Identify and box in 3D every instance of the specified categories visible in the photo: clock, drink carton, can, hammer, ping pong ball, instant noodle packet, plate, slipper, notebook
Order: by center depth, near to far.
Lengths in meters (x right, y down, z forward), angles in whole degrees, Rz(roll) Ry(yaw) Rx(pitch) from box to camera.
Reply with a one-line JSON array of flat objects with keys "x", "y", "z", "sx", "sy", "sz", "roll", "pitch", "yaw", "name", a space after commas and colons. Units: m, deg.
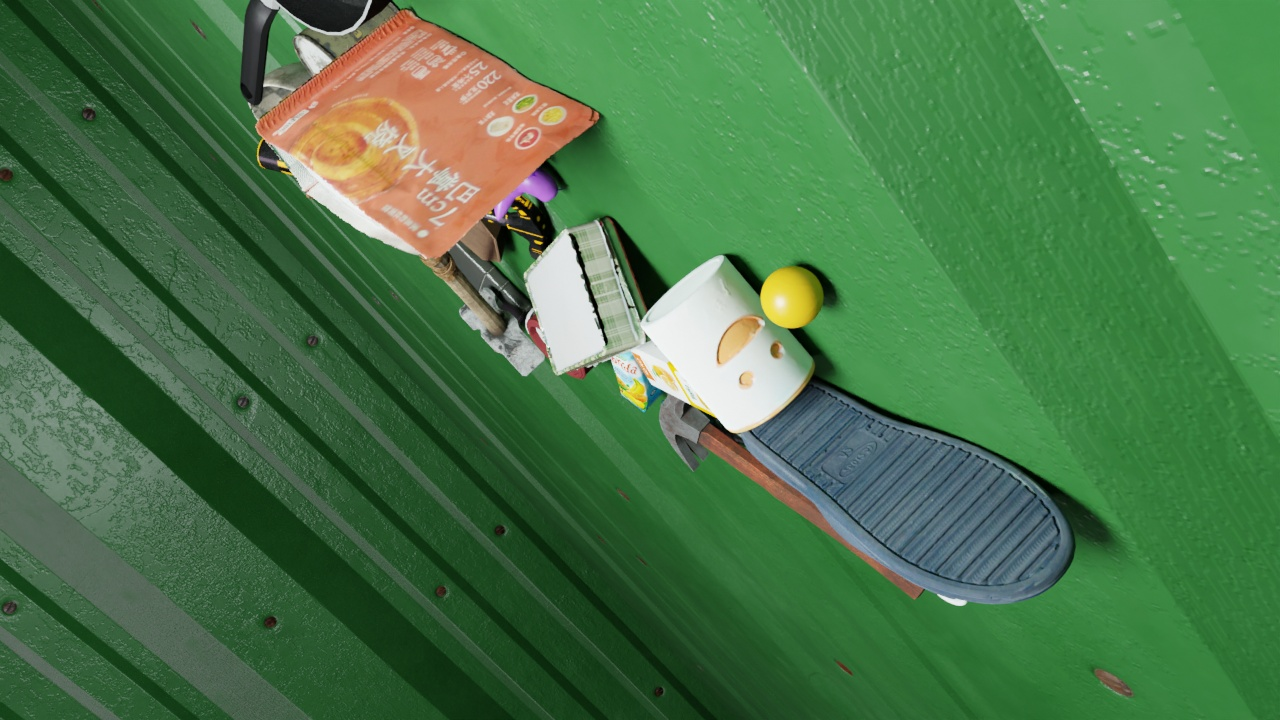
[{"x": 0.098, "y": -0.041, "z": 0.593, "sx": 0.040, "sy": 0.040, "sz": 0.040, "roll": 40, "pitch": 163, "yaw": 15, "name": "ping pong ball"}, {"x": 0.174, "y": 0.097, "z": 0.649, "sx": 0.264, "sy": 0.101, "sz": 0.082, "roll": 32, "pitch": 159, "yaw": 46, "name": "slipper"}, {"x": -0.155, "y": -0.165, "z": 0.678, "sx": 0.221, "sy": 0.164, "sz": 0.084, "roll": 30, "pitch": 157, "yaw": 38, "name": "instant noodle packet"}, {"x": -0.239, "y": -0.263, "z": 0.792, "sx": 0.090, "sy": 0.074, "sz": 0.090, "roll": 39, "pitch": 163, "yaw": 14, "name": "can"}, {"x": 0.046, "y": 0.007, "z": 0.830, "sx": 0.122, "sy": 0.040, "sz": 0.058, "roll": 26, "pitch": 156, "yaw": 46, "name": "drink carton"}, {"x": 0.143, "y": 0.128, "z": 0.885, "sx": 0.301, "sy": 0.028, "sz": 0.111, "roll": 35, "pitch": 149, "yaw": 17, "name": "hammer"}, {"x": -0.238, "y": -0.171, "z": 0.904, "sx": 0.321, "sy": 0.036, "sz": 0.123, "roll": 17, "pitch": 163, "yaw": 12, "name": "hammer"}, {"x": -0.006, "y": 0.006, "z": 0.950, "sx": 0.044, "sy": 0.038, "sz": 0.129, "roll": 37, "pitch": 161, "yaw": 25, "name": "drink carton"}, {"x": -0.195, "y": -0.083, "z": 0.993, "sx": 0.121, "sy": 0.049, "sz": 0.319, "roll": 45, "pitch": 174, "yaw": 25, "name": "hammer"}, {"x": -0.191, "y": -0.164, "z": 1.002, "sx": 0.131, "sy": 0.025, "sz": 0.131, "roll": 40, "pitch": 163, "yaw": 15, "name": "plate"}, {"x": -0.085, "y": -0.025, "z": 1.046, "sx": 0.096, "sy": 0.048, "sz": 0.138, "roll": 48, "pitch": 162, "yaw": -12, "name": "clock"}, {"x": -0.230, "y": -0.120, "z": 1.200, "sx": 0.209, "sy": 0.029, "sz": 0.170, "roll": 48, "pitch": 161, "yaw": -2, "name": "notebook"}]

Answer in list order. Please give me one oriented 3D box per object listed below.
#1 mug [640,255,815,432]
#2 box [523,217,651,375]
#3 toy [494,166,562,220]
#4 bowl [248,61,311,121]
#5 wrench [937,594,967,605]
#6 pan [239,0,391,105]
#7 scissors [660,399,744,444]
[{"x": 0.064, "y": -0.012, "z": 0.671, "sx": 0.105, "sy": 0.082, "sz": 0.082, "roll": 49, "pitch": 163, "yaw": -12, "name": "mug"}, {"x": -0.054, "y": -0.053, "z": 0.847, "sx": 0.206, "sy": 0.050, "sz": 0.117, "roll": 156, "pitch": 97, "yaw": -70, "name": "box"}, {"x": -0.121, "y": -0.167, "z": 0.776, "sx": 0.106, "sy": 0.055, "sz": 0.088, "roll": 27, "pitch": 156, "yaw": 54, "name": "toy"}, {"x": -0.296, "y": -0.249, "z": 0.934, "sx": 0.178, "sy": 0.081, "sz": 0.178, "roll": 23, "pitch": 165, "yaw": 6, "name": "bowl"}, {"x": 0.191, "y": 0.119, "z": 0.791, "sx": 0.273, "sy": 0.018, "sz": 0.066, "roll": 45, "pitch": 154, "yaw": -9, "name": "wrench"}, {"x": -0.264, "y": -0.299, "z": 0.674, "sx": 0.204, "sy": 0.044, "sz": 0.357, "roll": 49, "pitch": 149, "yaw": -2, "name": "pan"}, {"x": 0.074, "y": 0.073, "z": 0.958, "sx": 0.126, "sy": 0.019, "sz": 0.144, "roll": 42, "pitch": 158, "yaw": 10, "name": "scissors"}]
